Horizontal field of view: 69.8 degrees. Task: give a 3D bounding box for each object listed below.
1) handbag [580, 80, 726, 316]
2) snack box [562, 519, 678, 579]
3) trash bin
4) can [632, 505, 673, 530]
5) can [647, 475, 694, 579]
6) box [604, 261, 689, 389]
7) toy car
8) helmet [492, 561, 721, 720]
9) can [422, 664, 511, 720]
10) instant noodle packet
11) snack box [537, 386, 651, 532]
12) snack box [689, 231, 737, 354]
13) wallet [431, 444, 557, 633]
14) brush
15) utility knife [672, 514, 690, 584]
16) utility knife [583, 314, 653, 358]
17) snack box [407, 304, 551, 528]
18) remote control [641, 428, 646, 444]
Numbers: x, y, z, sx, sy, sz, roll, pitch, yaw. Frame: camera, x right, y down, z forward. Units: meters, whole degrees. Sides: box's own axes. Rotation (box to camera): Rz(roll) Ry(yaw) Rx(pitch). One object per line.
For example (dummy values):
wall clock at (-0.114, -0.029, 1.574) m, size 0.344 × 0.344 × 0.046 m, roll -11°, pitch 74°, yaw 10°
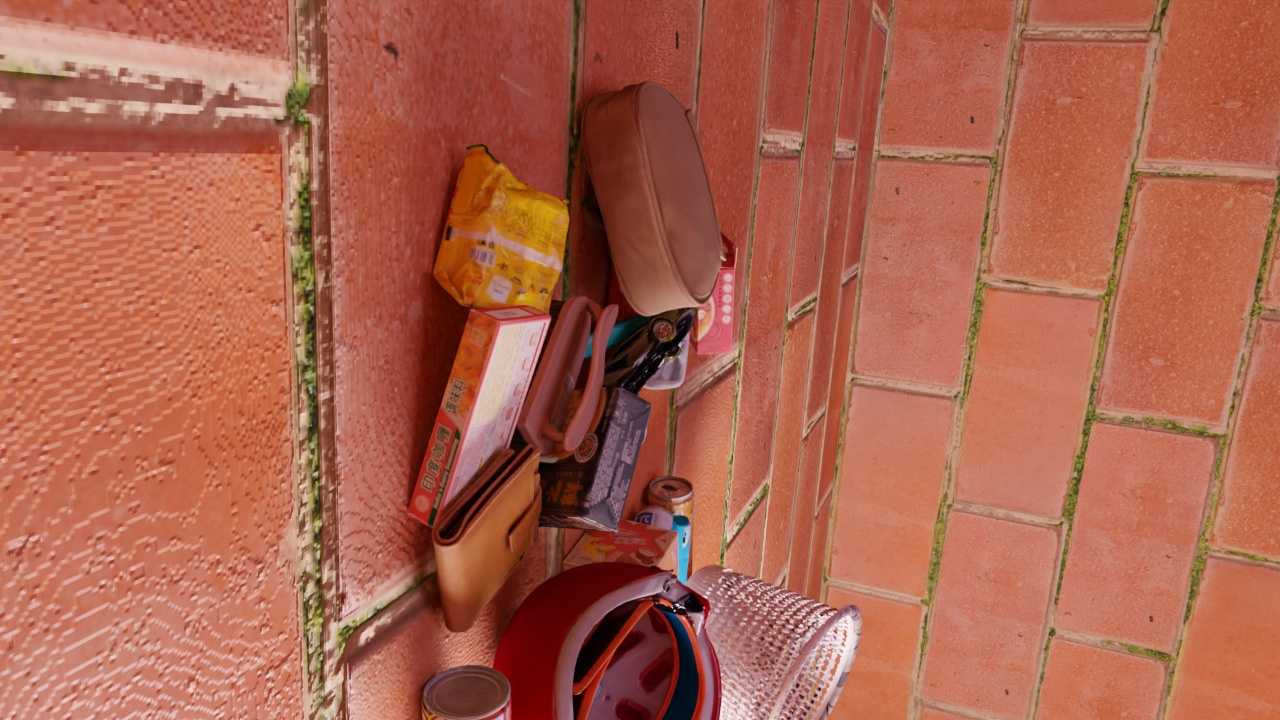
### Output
handbag at (0.010, -0.148, 0.845) m, size 0.147 × 0.100 × 0.204 m, roll -32°, pitch 112°, yaw -60°
snack box at (-0.019, 0.222, 0.944) m, size 0.094 × 0.093 × 0.077 m, roll -46°, pitch 140°, yaw -57°
trash bin at (0.134, 0.359, 1.126) m, size 0.226 × 0.192 × 0.228 m, roll -33°, pitch 135°, yaw -40°
can at (0.006, 0.233, 1.050) m, size 0.134 × 0.053 × 0.053 m, roll -74°, pitch 161°, yaw -48°
can at (0.037, 0.221, 1.149) m, size 0.058 × 0.058 × 0.146 m, roll -45°, pitch 139°, yaw -59°
box at (0.012, -0.066, 0.977) m, size 0.160 × 0.050 × 0.201 m, roll -5°, pitch 102°, yaw -62°
toy car at (-0.005, 0.005, 0.886) m, size 0.158 × 0.042 × 0.070 m, roll -46°, pitch 164°, yaw -9°
helmet at (-0.037, 0.283, 0.818) m, size 0.206 × 0.144 × 0.240 m, roll -59°, pitch 136°, yaw -28°
can at (-0.132, 0.291, 0.701) m, size 0.066 × 0.066 × 0.094 m, roll -34°, pitch 129°, yaw -64°
instant noodle packet at (-0.099, -0.085, 0.670) m, size 0.128 × 0.044 × 0.110 m, roll 19°, pitch 82°, yaw -67°
snack box at (-0.056, 0.086, 0.785) m, size 0.053 × 0.126 × 0.113 m, roll 32°, pitch 64°, yaw -37°
snack box at (0.078, -0.085, 1.087) m, size 0.113 × 0.044 × 0.127 m, roll -113°, pitch -158°, yaw -69°
wallet at (-0.110, 0.129, 0.690) m, size 0.118 × 0.035 × 0.131 m, roll -44°, pitch 155°, yaw -35°
brush at (-0.065, 0.008, 0.761) m, size 0.063 × 0.073 × 0.145 m, roll 68°, pitch 34°, yaw -53°
utility knife at (0.041, 0.264, 1.047) m, size 0.034 × 0.018 × 0.208 m, roll -112°, pitch -158°, yaw -62°
utility knife at (-0.026, -0.025, 0.873) m, size 0.177 × 0.013 × 0.029 m, roll -24°, pitch 133°, yaw -45°
snack box at (-0.113, 0.038, 0.652) m, size 0.077 × 0.027 × 0.156 m, roll -15°, pitch 127°, yaw -68°
remote control at (-0.027, 0.103, 0.978) m, size 0.149 × 0.021 × 0.058 m, roll -57°, pitch 149°, yaw -47°
